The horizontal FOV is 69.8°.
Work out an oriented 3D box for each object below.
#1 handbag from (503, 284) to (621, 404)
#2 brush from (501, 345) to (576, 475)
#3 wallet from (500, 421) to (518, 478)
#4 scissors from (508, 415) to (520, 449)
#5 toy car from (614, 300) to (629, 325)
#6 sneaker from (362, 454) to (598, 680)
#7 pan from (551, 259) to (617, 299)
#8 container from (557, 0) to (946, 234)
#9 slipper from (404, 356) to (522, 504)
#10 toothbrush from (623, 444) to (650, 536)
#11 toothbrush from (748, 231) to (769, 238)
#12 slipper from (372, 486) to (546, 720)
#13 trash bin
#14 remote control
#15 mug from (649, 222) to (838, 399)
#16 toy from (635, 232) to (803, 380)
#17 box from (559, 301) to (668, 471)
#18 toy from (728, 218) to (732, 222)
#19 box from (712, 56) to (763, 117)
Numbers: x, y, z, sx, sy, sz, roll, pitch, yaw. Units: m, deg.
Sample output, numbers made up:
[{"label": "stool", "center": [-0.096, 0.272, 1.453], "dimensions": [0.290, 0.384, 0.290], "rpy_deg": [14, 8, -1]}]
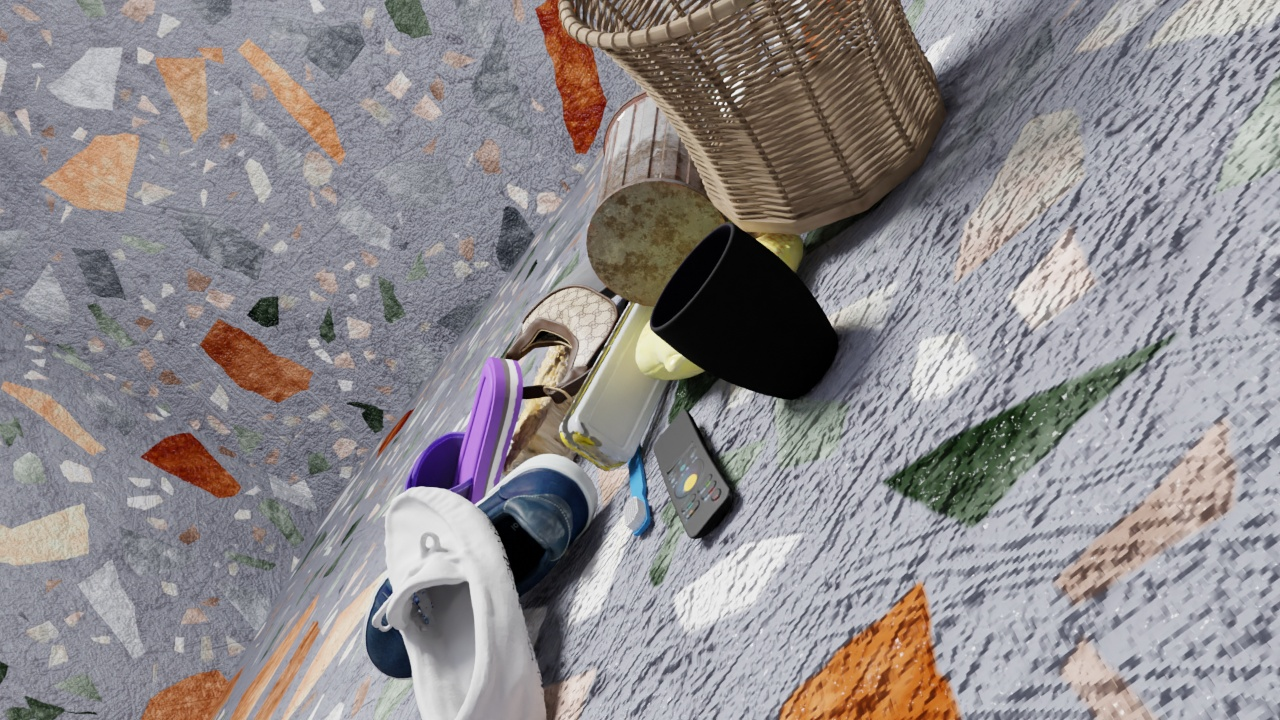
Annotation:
[{"label": "handbag", "center": [-0.080, -0.010, 0.971], "dimensions": [0.138, 0.063, 0.166], "rpy_deg": [-43, 36, -10]}, {"label": "brush", "center": [-0.090, 0.045, 1.018], "dimensions": [0.083, 0.056, 0.270], "rpy_deg": [-46, 16, 28]}, {"label": "wallet", "center": [-0.151, 0.108, 1.132], "dimensions": [0.086, 0.032, 0.116], "rpy_deg": [-46, 14, -8]}, {"label": "scissors", "center": [-0.136, 0.110, 1.036], "dimensions": [0.132, 0.013, 0.169], "rpy_deg": [4, 41, 30]}, {"label": "toy car", "center": [0.001, -0.025, 0.898], "dimensions": [0.049, 0.051, 0.100], "rpy_deg": [-46, 16, 22]}, {"label": "sneaker", "center": [-0.153, 0.205, 0.771], "dimensions": [0.295, 0.120, 0.127], "rpy_deg": [-44, 5, 27]}, {"label": "pan", "center": [0.001, -0.137, 1.066], "dimensions": [0.358, 0.041, 0.178], "rpy_deg": [-37, -1, 40]}, {"label": "container", "center": [0.090, -0.223, 0.637], "dimensions": [0.227, 0.196, 0.226], "rpy_deg": [-20, 46, 22]}, {"label": "slipper", "center": [-0.197, 0.116, 0.945], "dimensions": [0.107, 0.084, 0.267], "rpy_deg": [-117, 42, -57]}, {"label": "toothbrush", "center": [-0.006, 0.092, 0.728], "dimensions": [0.016, 0.014, 0.166], "rpy_deg": [-51, 14, 12]}, {"label": "toothbrush", "center": [0.093, -0.103, 0.818], "dimensions": [0.167, 0.016, 0.016], "rpy_deg": [165, 119, -81]}, {"label": "slipper", "center": [-0.144, 0.181, 0.667], "dimensions": [0.112, 0.074, 0.246], "rpy_deg": [-39, 41, 3]}, {"label": "trash bin", "center": [0.022, -0.159, 0.849], "dimensions": [0.131, 0.131, 0.210], "rpy_deg": [-46, 22, 32]}, {"label": "remote control", "center": [0.035, 0.075, 0.628], "dimensions": [0.041, 0.020, 0.151], "rpy_deg": [-52, 15, 9]}, {"label": "mug", "center": [0.063, -0.020, 0.591], "dimensions": [0.084, 0.100, 0.119], "rpy_deg": [-61, 15, -23]}, {"label": "toy", "center": [0.060, -0.039, 0.725], "dimensions": [0.171, 0.064, 0.154], "rpy_deg": [-40, 4, 36]}, {"label": "box", "center": [-0.004, 0.004, 0.804], "dimensions": [0.033, 0.064, 0.208], "rpy_deg": [-43, 15, 49]}, {"label": "toy", "center": [0.068, -0.125, 0.947], "dimensions": [0.094, 0.036, 0.094], "rpy_deg": [-54, 8, -24]}, {"label": "box", "center": [0.120, -0.202, 0.819], "dimensions": [0.083, 0.110, 0.190], "rpy_deg": [-46, 20, 37]}]
